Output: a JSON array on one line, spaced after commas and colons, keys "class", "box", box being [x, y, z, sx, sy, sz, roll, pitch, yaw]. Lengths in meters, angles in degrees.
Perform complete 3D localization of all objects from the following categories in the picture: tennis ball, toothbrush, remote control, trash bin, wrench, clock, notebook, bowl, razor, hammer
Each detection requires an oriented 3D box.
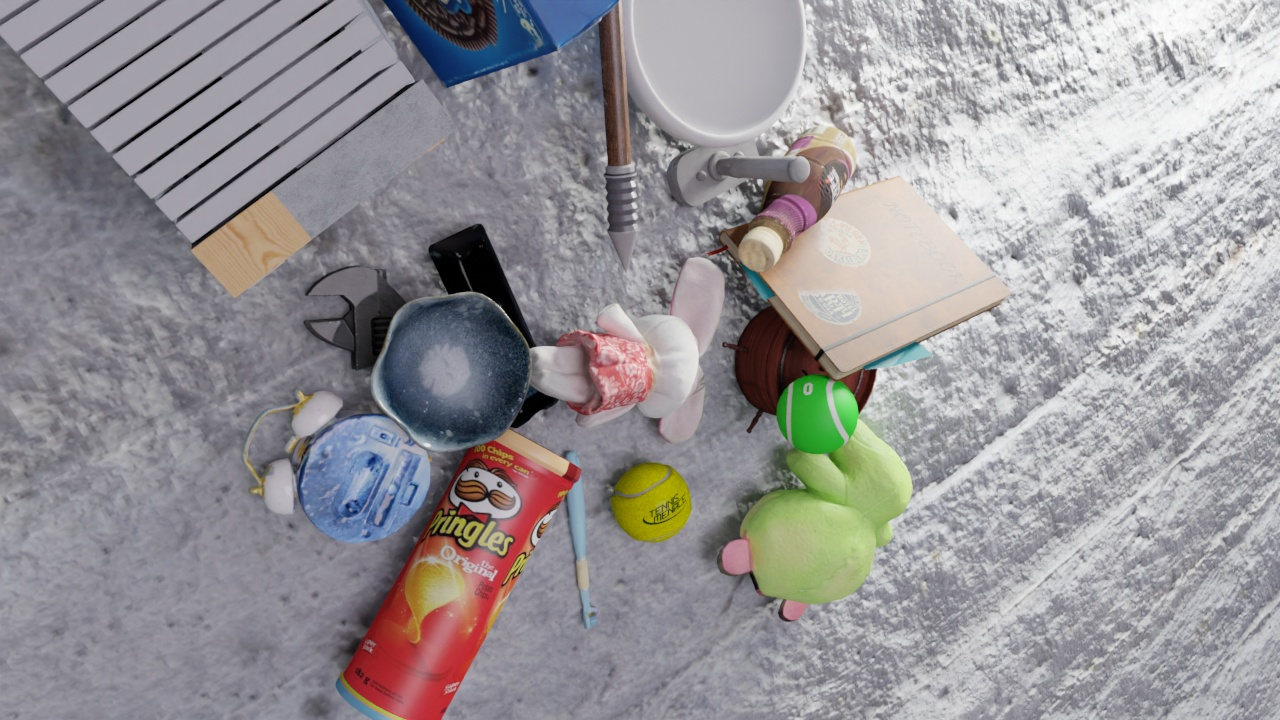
[{"class": "tennis ball", "box": [0.144, 0.044, 0.747, 0.065, 0.065, 0.065, -5, 100, -31]}, {"class": "toothbrush", "box": [-0.049, 0.148, 0.757, 0.022, 0.016, 0.155, -29, 116, -60]}, {"class": "remote control", "box": [-0.104, -0.024, 0.676, 0.047, 0.022, 0.150, -33, 111, -30]}, {"class": "trash bin", "box": [-0.243, -0.180, 0.480, 0.142, 0.142, 0.247, -41, 115, -13]}, {"class": "wrench", "box": [-0.119, -0.003, 0.692, 0.273, 0.018, 0.073, 20, 86, -34]}, {"class": "clock", "box": [-0.206, 0.071, 0.627, 0.125, 0.052, 0.088, 29, 82, -32]}, {"class": "clock", "box": [0.157, -0.003, 0.830, 0.157, 0.072, 0.120, -26, 110, -25]}, {"class": "notebook", "box": [0.201, -0.073, 0.803, 0.248, 0.014, 0.178, -21, 64, -32]}, {"class": "bowl", "box": [-0.135, 0.006, 0.635, 0.110, 0.055, 0.110, -3, 97, -29]}, {"class": "razor", "box": [0.090, -0.155, 0.740, 0.088, 0.116, 0.047, -31, 117, -25]}, {"class": "hammer", "box": [-0.020, -0.219, 0.635, 0.156, 0.043, 0.323, -11, 113, -17]}, {"class": "bowl", "box": [0.045, -0.257, 0.726, 0.176, 0.066, 0.176, -5, 100, -31]}, {"class": "tennis ball", "box": [0.009, 0.117, 0.760, 0.065, 0.065, 0.065, -5, 100, -31]}]

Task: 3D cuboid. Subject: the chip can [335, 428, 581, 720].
[{"class": "chip can", "box": [-0.130, 0.153, 0.667, 0.087, 0.087, 0.213, 34, 80, -31]}]

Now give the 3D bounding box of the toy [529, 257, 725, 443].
[{"class": "toy", "box": [-0.004, 0.004, 0.714, 0.193, 0.084, 0.159, -11, 112, -44]}]

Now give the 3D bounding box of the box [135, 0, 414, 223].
[{"class": "box", "box": [-0.261, -0.208, 0.564, 0.191, 0.045, 0.209, -37, 114, -22]}]

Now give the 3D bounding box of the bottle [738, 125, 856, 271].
[{"class": "bottle", "box": [0.129, -0.135, 0.774, 0.059, 0.060, 0.165, 57, 49, -25]}]

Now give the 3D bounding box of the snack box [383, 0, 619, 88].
[{"class": "snack box", "box": [-0.136, -0.283, 0.534, 0.056, 0.196, 0.239, -45, 117, -17]}]

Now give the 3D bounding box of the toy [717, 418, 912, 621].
[{"class": "toy", "box": [0.176, 0.148, 0.851, 0.150, 0.107, 0.196, 47, 64, -30]}]
